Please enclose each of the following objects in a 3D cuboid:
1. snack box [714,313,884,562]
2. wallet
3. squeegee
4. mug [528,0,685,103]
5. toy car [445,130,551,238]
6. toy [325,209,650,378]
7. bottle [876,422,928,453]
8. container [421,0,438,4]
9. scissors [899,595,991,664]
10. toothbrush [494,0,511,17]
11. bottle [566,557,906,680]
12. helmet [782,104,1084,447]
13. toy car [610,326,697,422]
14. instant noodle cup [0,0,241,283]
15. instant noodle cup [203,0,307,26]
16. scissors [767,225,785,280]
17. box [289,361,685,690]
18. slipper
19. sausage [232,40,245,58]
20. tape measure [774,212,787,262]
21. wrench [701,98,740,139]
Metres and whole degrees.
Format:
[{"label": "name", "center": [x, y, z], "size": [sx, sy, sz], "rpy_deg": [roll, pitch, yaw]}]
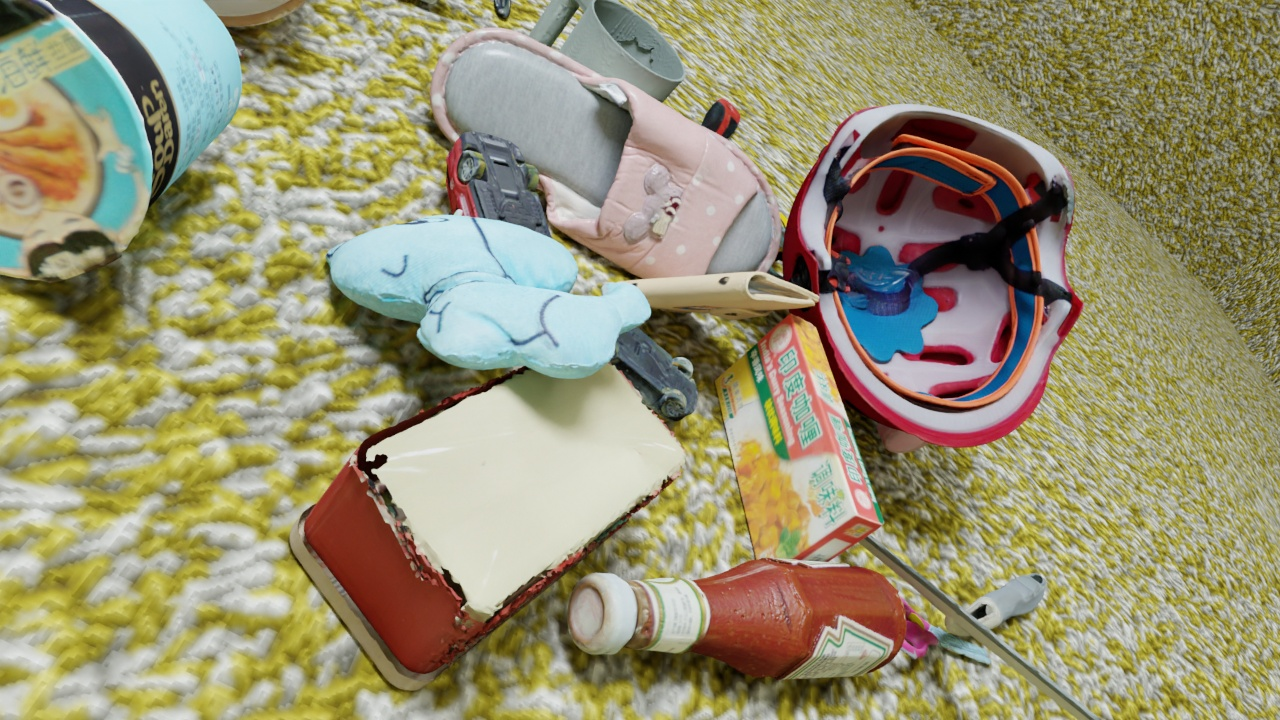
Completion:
[{"label": "snack box", "center": [0.093, 0.052, 0.567], "size": [0.027, 0.077, 0.155], "rpy_deg": [23, 39, -31]}, {"label": "wallet", "center": [0.050, -0.041, 0.600], "size": [0.087, 0.115, 0.024], "rpy_deg": [3, 87, -46]}, {"label": "squeegee", "center": [0.242, 0.171, 0.638], "size": [0.246, 0.039, 0.246], "rpy_deg": [39, 15, 33]}, {"label": "mug", "center": [-0.041, -0.213, 0.680], "size": [0.083, 0.104, 0.124], "rpy_deg": [-9, 60, -52]}, {"label": "toy car", "center": [-0.081, -0.078, 0.541], "size": [0.052, 0.045, 0.120], "rpy_deg": [3, 58, -44]}, {"label": "toy", "center": [-0.077, -0.038, 0.441], "size": [0.161, 0.050, 0.156], "rpy_deg": [1, 27, -3]}, {"label": "bottle", "center": [0.199, -0.014, 0.774], "size": [0.068, 0.068, 0.196], "rpy_deg": [23, 43, -31]}, {"label": "container", "center": [-0.190, -0.329, 0.653], "size": [0.114, 0.090, 0.090], "rpy_deg": [4, 51, -42]}, {"label": "scissors", "center": [0.192, 0.178, 0.604], "size": [0.135, 0.017, 0.063], "rpy_deg": [26, 25, -36]}, {"label": "toothbrush", "center": [-0.123, -0.356, 0.825], "size": [0.015, 0.018, 0.180], "rpy_deg": [27, 38, -32]}, {"label": "bottle", "center": [0.054, 0.128, 0.460], "size": [0.205, 0.060, 0.059], "rpy_deg": [14, 44, -39]}, {"label": "helmet", "center": [0.196, -0.053, 0.675], "size": [0.207, 0.144, 0.240], "rpy_deg": [6, 81, -11]}, {"label": "toy car", "center": [-0.003, 0.003, 0.552], "size": [0.090, 0.034, 0.042], "rpy_deg": [38, 31, -17]}, {"label": "instant noodle cup", "center": [-0.222, -0.105, 0.368], "size": [0.111, 0.111, 0.120], "rpy_deg": [35, 25, -16]}, {"label": "instant noodle cup", "center": [-0.229, -0.263, 0.490], "size": [0.151, 0.152, 0.111], "rpy_deg": [15, 52, -39]}, {"label": "scissors", "center": [0.054, -0.120, 0.739], "size": [0.169, 0.019, 0.173], "rpy_deg": [-8, 62, -36]}, {"label": "box", "center": [-0.051, 0.055, 0.399], "size": [0.091, 0.080, 0.167], "rpy_deg": [50, 33, 8]}, {"label": "slipper", "center": [-0.012, -0.128, 0.621], "size": [0.274, 0.114, 0.054], "rpy_deg": [28, 10, -23]}, {"label": "sausage", "center": [-0.269, -0.167, 0.448], "size": [0.155, 0.020, 0.020], "rpy_deg": [0, 55, -49]}, {"label": "tape measure", "center": [0.102, -0.108, 0.792], "size": [0.057, 0.029, 0.060], "rpy_deg": [-10, 61, -31]}, {"label": "wrench", "center": [0.056, -0.207, 0.866], "size": [0.056, 0.016, 0.272], "rpy_deg": [44, 33, -5]}]
